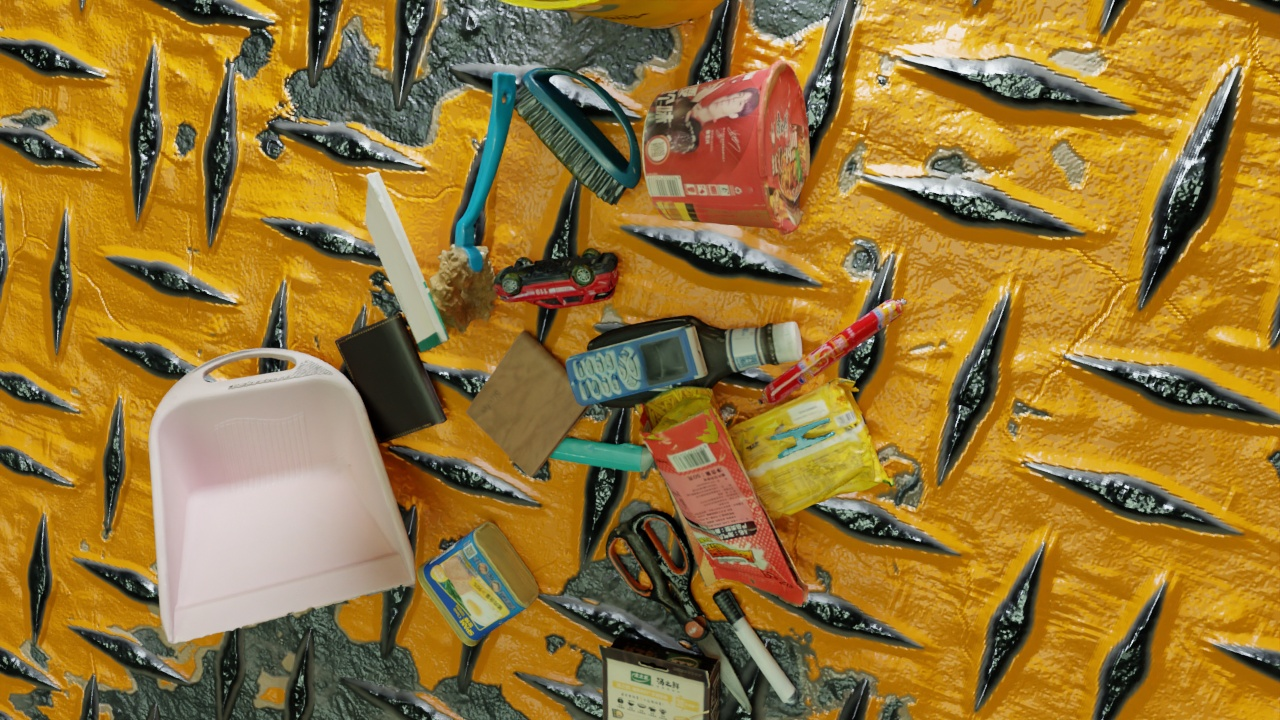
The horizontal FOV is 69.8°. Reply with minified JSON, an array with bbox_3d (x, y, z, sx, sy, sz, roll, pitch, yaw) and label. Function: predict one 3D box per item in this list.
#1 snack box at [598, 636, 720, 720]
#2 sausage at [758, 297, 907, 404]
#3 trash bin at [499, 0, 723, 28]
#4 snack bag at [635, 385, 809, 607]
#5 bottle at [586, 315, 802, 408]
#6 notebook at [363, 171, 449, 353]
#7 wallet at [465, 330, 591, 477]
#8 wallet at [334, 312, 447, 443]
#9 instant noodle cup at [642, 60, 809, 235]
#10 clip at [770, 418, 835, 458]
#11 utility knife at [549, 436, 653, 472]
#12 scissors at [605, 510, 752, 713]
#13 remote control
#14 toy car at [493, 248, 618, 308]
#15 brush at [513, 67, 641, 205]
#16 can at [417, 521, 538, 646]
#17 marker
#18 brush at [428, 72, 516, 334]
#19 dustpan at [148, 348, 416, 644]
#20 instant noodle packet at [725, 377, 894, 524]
[{"bbox_3d":[0.019,0.332,0.911,0.113,0.053,0.126,8,110,19],"label":"snack box"},{"bbox_3d":[0.168,-0.008,0.807,0.156,0.020,0.020,-37,89,8],"label":"sausage"},{"bbox_3d":[-0.018,-0.360,0.681,0.230,0.254,0.230,3,102,17],"label":"trash bin"},{"bbox_3d":[0.069,0.128,0.830,0.129,0.073,0.208,-4,118,50],"label":"snack bag"},{"bbox_3d":[0.050,-0.004,0.848,0.195,0.044,0.080,-9,99,18],"label":"bottle"},{"bbox_3d":[-0.221,-0.080,0.848,0.012,0.209,0.150,-23,96,-17],"label":"notebook"},{"bbox_3d":[-0.112,0.045,0.915,0.101,0.020,0.115,42,109,13],"label":"wallet"},{"bbox_3d":[-0.263,0.021,0.961,0.097,0.020,0.122,-18,96,29],"label":"wallet"},{"bbox_3d":[0.071,-0.173,0.762,0.109,0.137,0.138,2,102,25],"label":"instant noodle cup"},{"bbox_3d":[0.143,0.068,0.805,0.057,0.014,0.046,-25,85,19],"label":"clip"},{"bbox_3d":[-0.064,0.088,0.919,0.171,0.013,0.029,7,101,19],"label":"utility knife"},{"bbox_3d":[0.059,0.247,0.907,0.235,0.021,0.125,40,109,7],"label":"scissors"},{"bbox_3d":[-0.005,0.005,0.829,0.125,0.024,0.049,-14,95,19],"label":"remote control"},{"bbox_3d":[-0.079,-0.074,0.867,0.121,0.052,0.045,-3,116,14],"label":"toy car"},{"bbox_3d":[-0.051,-0.212,0.829,0.144,0.055,0.074,46,111,4],"label":"brush"},{"bbox_3d":[-0.167,0.232,0.958,0.083,0.057,0.102,-36,90,18],"label":"can"},{"bbox_3d":[0.114,0.280,0.899,0.023,0.018,0.130,-36,89,11],"label":"marker"},{"bbox_3d":[-0.149,-0.137,0.847,0.046,0.083,0.255,32,118,27],"label":"brush"},{"bbox_3d":[-0.362,0.111,0.891,0.273,0.222,0.139,45,139,48],"label":"dustpan"},{"bbox_3d":[0.152,0.082,0.833,0.129,0.044,0.111,-23,92,18],"label":"instant noodle packet"}]
